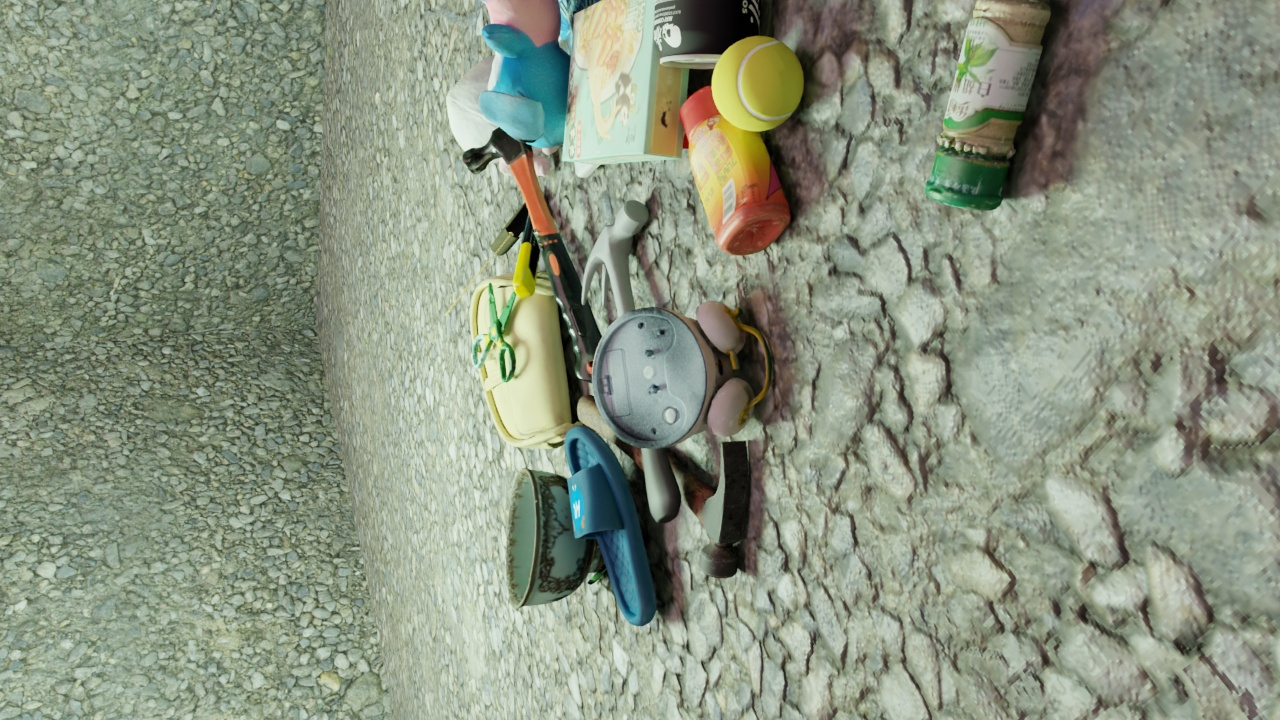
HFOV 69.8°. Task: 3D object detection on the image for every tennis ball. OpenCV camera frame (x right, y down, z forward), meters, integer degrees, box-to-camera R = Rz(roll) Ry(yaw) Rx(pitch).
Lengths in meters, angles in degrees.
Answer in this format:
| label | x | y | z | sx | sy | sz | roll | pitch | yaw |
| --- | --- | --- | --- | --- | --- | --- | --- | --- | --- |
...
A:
| label | x | y | z | sx | sy | sz | roll | pitch | yaw |
| --- | --- | --- | --- | --- | --- | --- | --- | --- | --- |
| tennis ball | 0.084 | -0.198 | 0.656 | 0.065 | 0.065 | 0.065 | 175 | 90 | -65 |

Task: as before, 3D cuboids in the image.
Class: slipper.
| label | x | y | z | sx | sy | sz | roll | pitch | yaw |
| --- | --- | --- | --- | --- | --- | --- | --- | --- | --- |
| slipper | -0.040 | 0.171 | 0.941 | 0.104 | 0.059 | 0.213 | -29 | 79 | 66 |

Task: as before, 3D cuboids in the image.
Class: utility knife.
| label | x | y | z | sx | sy | sz | roll | pitch | yaw |
| --- | --- | --- | --- | --- | --- | --- | --- | --- | --- |
| utility knife | -0.131 | -0.146 | 1.108 | 0.029 | 0.020 | 0.174 | 55 | -151 | -45 |

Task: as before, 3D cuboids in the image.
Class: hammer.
| label | x | y | z | sx | sy | sz | roll | pitch | yaw |
| --- | --- | --- | --- | --- | --- | --- | --- | --- | --- |
| hammer | -0.098 | -0.125 | 1.034 | 0.133 | 0.033 | 0.333 | -26 | 74 | 19 |
| hammer | -0.005 | 0.005 | 0.878 | 0.125 | 0.029 | 0.310 | -48 | 46 | 51 |
| hammer | 0.009 | 0.087 | 0.908 | 0.330 | 0.033 | 0.120 | 31 | 118 | 60 |

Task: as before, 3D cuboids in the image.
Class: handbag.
| label | x | y | z | sx | sy | sz | roll | pitch | yaw |
| --- | --- | --- | --- | --- | --- | --- | --- | --- | --- |
| handbag | -0.192 | -0.124 | 1.164 | 0.177 | 0.027 | 0.084 | -57 | 13 | -24 |
| handbag | -0.140 | -0.001 | 1.137 | 0.191 | 0.088 | 0.232 | -23 | 73 | 60 |

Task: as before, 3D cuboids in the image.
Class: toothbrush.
| label | x | y | z | sx | sy | sz | roll | pitch | yaw |
| --- | --- | --- | --- | --- | --- | --- | --- | --- | --- |
| toothbrush | -0.028 | 0.220 | 1.023 | 0.189 | 0.014 | 0.017 | 127 | 146 | -54 |

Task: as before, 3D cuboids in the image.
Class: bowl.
| label | x | y | z | sx | sy | sz | roll | pitch | yaw |
| --- | --- | --- | --- | --- | --- | --- | --- | --- | --- |
| bowl | -0.093 | 0.203 | 1.048 | 0.160 | 0.093 | 0.160 | -175 | 91 | -71 |

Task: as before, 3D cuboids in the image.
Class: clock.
| label | x | y | z | sx | sy | sz | roll | pitch | yaw |
| --- | --- | --- | --- | --- | --- | --- | --- | --- | --- |
| clock | 0.036 | 0.011 | 0.763 | 0.158 | 0.058 | 0.116 | -13 | 83 | 35 |

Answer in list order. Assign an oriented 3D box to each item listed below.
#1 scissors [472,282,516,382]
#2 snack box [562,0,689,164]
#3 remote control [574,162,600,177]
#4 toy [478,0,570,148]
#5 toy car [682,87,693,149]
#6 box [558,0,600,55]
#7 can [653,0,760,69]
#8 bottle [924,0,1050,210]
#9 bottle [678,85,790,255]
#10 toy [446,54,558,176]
| label | x | y | z | sx | sy | sz | roll | pitch | yaw |
| --- | --- | --- | --- | --- | --- | --- | --- | --- | --- |
| scissors | -0.179 | -0.033 | 1.119 | 0.123 | 0.011 | 0.127 | -18 | 77 | 47 |
| snack box | -0.015 | -0.251 | 0.824 | 0.194 | 0.044 | 0.141 | -159 | 72 | -63 |
| remote control | -0.037 | -0.234 | 0.951 | 0.134 | 0.022 | 0.050 | 157 | 108 | -63 |
| toy | -0.114 | -0.316 | 0.945 | 0.223 | 0.099 | 0.191 | -66 | -34 | -67 |
| toy car | 0.030 | -0.223 | 0.809 | 0.089 | 0.025 | 0.038 | 61 | 145 | 41 |
| box | -0.054 | -0.396 | 0.919 | 0.244 | 0.059 | 0.175 | 178 | 87 | -65 |
| can | 0.051 | -0.299 | 0.689 | 0.080 | 0.080 | 0.146 | -156 | 64 | -61 |
| bottle | 0.185 | -0.137 | 0.486 | 0.042 | 0.042 | 0.110 | 43 | 130 | 55 |
| bottle | 0.069 | -0.151 | 0.714 | 0.072 | 0.048 | 0.134 | -52 | 48 | 53 |
| toy | -0.165 | -0.296 | 1.134 | 0.179 | 0.101 | 0.139 | 42 | 120 | 24 |
